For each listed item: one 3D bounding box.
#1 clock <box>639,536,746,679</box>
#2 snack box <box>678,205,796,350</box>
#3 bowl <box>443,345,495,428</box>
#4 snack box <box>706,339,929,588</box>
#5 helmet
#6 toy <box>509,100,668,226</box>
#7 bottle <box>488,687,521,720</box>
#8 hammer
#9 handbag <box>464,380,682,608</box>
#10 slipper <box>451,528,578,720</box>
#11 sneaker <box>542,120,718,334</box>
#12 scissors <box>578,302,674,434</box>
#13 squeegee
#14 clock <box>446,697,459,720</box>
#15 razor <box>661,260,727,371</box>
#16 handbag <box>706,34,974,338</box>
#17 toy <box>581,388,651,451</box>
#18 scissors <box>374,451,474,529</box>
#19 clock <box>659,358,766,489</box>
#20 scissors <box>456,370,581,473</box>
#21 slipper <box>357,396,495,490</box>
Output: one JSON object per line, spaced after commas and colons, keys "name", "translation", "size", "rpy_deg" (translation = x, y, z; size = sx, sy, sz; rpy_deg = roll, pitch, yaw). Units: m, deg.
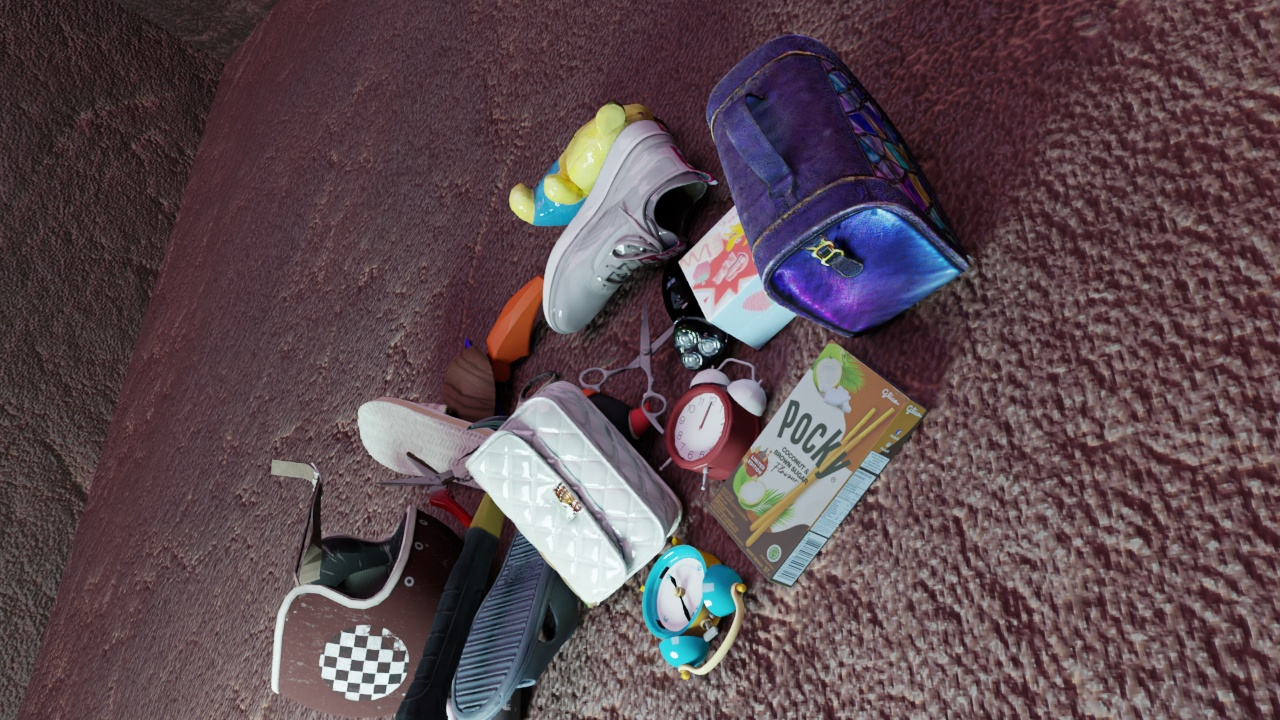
{"name": "clock", "translation": [0.045, 0.214, 0.809], "size": [0.099, 0.043, 0.129], "rpy_deg": [-58, 32, 6]}
{"name": "snack box", "translation": [0.105, -0.082, 0.875], "size": [0.093, 0.079, 0.094], "rpy_deg": [-44, 43, 23]}
{"name": "bowl", "translation": [-0.225, 0.041, 1.173], "size": [0.119, 0.032, 0.119], "rpy_deg": [6, 97, 56]}
{"name": "snack box", "translation": [0.144, 0.086, 0.776], "size": [0.186, 0.031, 0.101], "rpy_deg": [-55, 40, 10]}
{"name": "helmet", "translation": [-0.303, 0.260, 1.002], "size": [0.233, 0.253, 0.234], "rpy_deg": [-155, 75, -76]}
{"name": "toy", "translation": [-0.058, -0.235, 1.113], "size": [0.215, 0.084, 0.148], "rpy_deg": [-32, 8, 38]}
{"name": "bottle", "translation": [-0.147, 0.332, 0.949], "size": [0.047, 0.047, 0.112], "rpy_deg": [-30, 50, 34]}
{"name": "hammer", "translation": [-0.162, 0.195, 0.898], "size": [0.025, 0.118, 0.332], "rpy_deg": [-26, 36, 41]}
{"name": "handbag", "translation": [-0.067, 0.128, 0.875], "size": [0.195, 0.072, 0.139], "rpy_deg": [47, 113, 5]}
{"name": "slipper", "translation": [-0.102, 0.249, 0.930], "size": [0.101, 0.082, 0.262], "rpy_deg": [-24, 33, 39]}
{"name": "sneaker", "translation": [-0.013, -0.128, 1.028], "size": [0.129, 0.096, 0.263], "rpy_deg": [42, 109, 36]}
{"name": "scissors", "translation": [0.010, 0.006, 0.937], "size": [0.141, 0.014, 0.165], "rpy_deg": [-26, 53, -13]}
{"name": "squeegee", "translation": [-0.164, -0.028, 1.161], "size": [0.185, 0.055, 0.249], "rpy_deg": [-58, 39, 20]}
{"name": "clock", "translation": [-0.209, 0.406, 0.977], "size": [0.126, 0.052, 0.088], "rpy_deg": [-29, 51, 39]}
{"name": "razor", "translation": [0.047, -0.051, 0.934], "size": [0.053, 0.063, 0.140], "rpy_deg": [-42, 45, 23]}
{"name": "handbag", "translation": [0.147, -0.143, 0.750], "size": [0.126, 0.222, 0.204], "rpy_deg": [-36, 47, 29]}
{"name": "toy", "translation": [-0.047, 0.078, 0.946], "size": [0.119, 0.100, 0.097], "rpy_deg": [0, 29, 28]}
{"name": "scissors", "translation": [-0.190, 0.139, 1.029], "size": [0.199, 0.179, 0.015], "rpy_deg": [38, 139, 46]}
{"name": "clock", "translation": [0.071, 0.057, 0.864], "size": [0.087, 0.044, 0.124], "rpy_deg": [18, 84, 51]}
{"name": "scissors", "translation": [-0.134, 0.069, 1.055], "size": [0.154, 0.012, 0.163], "rpy_deg": [-6, 39, 25]}
{"name": "slipper", "translation": [-0.255, 0.104, 1.157], "size": [0.263, 0.052, 0.115], "rpy_deg": [9, 117, 34]}
